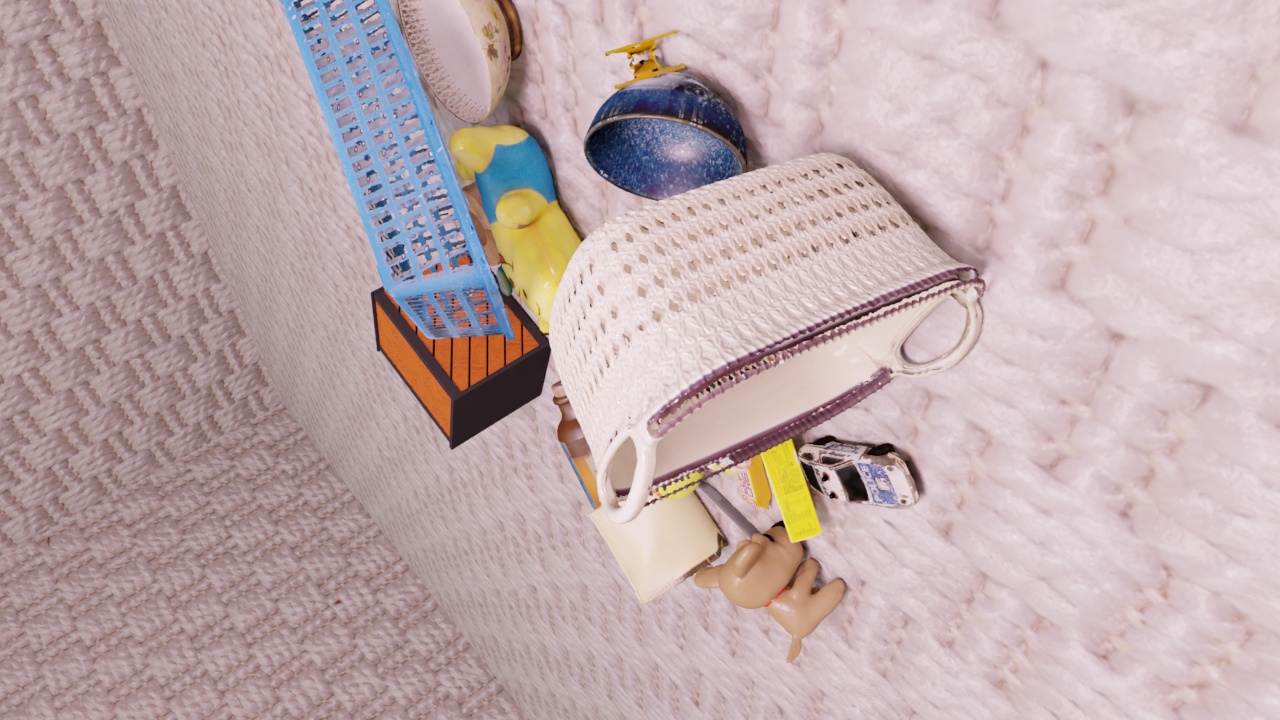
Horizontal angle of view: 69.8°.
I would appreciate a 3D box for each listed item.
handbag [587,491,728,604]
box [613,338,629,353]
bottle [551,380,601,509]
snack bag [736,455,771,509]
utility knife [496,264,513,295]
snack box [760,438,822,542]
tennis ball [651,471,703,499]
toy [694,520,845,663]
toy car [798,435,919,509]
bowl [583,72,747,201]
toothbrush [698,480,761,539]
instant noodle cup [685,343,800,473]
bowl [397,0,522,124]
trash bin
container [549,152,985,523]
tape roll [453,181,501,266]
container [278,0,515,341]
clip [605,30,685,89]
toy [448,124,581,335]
[{"bbox_3d":[0.020,0.185,0.990,0.119,0.111,0.081,58,-168,7],"label":"handbag"},{"bbox_3d":[-0.014,0.011,0.868,0.103,0.095,0.107,4,120,58],"label":"box"},{"bbox_3d":[-0.057,0.092,1.059,0.068,0.067,0.157,3,121,59],"label":"bottle"},{"bbox_3d":[0.100,0.099,0.850,0.026,0.020,0.099,24,138,51],"label":"snack bag"},{"bbox_3d":[-0.141,-0.090,0.984,0.174,0.015,0.031,-97,-14,-80],"label":"utility knife"},{"bbox_3d":[0.117,0.082,0.773,0.040,0.029,0.148,-94,-16,-67],"label":"snack box"},{"bbox_3d":[0.032,0.107,0.924,0.065,0.065,0.065,41,150,30],"label":"tennis ball"},{"bbox_3d":[0.124,0.205,0.845,0.108,0.105,0.134,38,153,1],"label":"toy"},{"bbox_3d":[0.164,0.089,0.707,0.113,0.040,0.048,0,120,59],"label":"toy car"},{"bbox_3d":[0.021,-0.162,0.636,0.114,0.060,0.114,9,164,3],"label":"bowl"},{"bbox_3d":[0.083,0.146,0.940,0.167,0.012,0.013,44,143,26],"label":"toothbrush"},{"bbox_3d":[0.068,0.010,0.686,0.100,0.112,0.100,32,157,15],"label":"instant noodle cup"},{"bbox_3d":[-0.149,-0.288,0.804,0.145,0.063,0.145,40,149,31],"label":"bowl"},{"bbox_3d":[-0.224,-0.017,1.143,0.172,0.139,0.140,50,153,16],"label":"trash bin"},{"bbox_3d":[0.065,-0.017,0.549,0.143,0.251,0.185,59,153,20],"label":"container"},{"bbox_3d":[-0.174,-0.154,1.034,0.094,0.027,0.094,41,149,30],"label":"tape roll"},{"bbox_3d":[-0.226,-0.191,0.856,0.257,0.089,0.362,113,135,-80],"label":"container"},{"bbox_3d":[0.003,-0.212,0.652,0.046,0.054,0.047,70,-179,-72],"label":"clip"},{"bbox_3d":[-0.105,-0.126,0.882,0.214,0.084,0.149,64,176,-13],"label":"toy"}]
